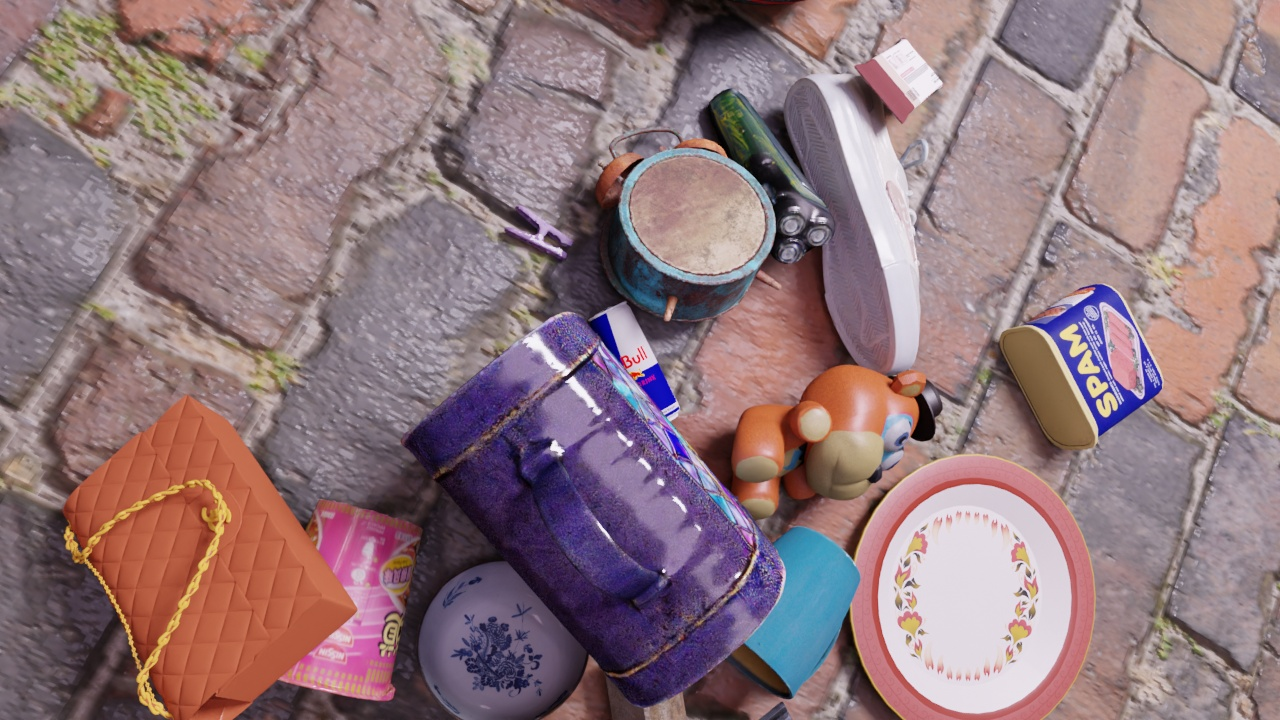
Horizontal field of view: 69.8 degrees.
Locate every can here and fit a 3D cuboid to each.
[{"bbox_3d":[-0.004,0.004,0.682,0.032,0.032,0.095,-27,92,-17],"label":"can"},{"bbox_3d":[0.376,0.003,0.780,0.092,0.057,0.116,-29,93,-18],"label":"can"}]

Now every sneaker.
[{"bbox_3d":[0.190,-0.111,0.721,0.090,0.090,0.242,-13,87,-23],"label":"sneaker"}]

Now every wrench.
[{"bbox_3d":[0.158,0.297,0.685,0.273,0.022,0.073,16,113,-23],"label":"wrench"}]

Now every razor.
[{"bbox_3d":[0.095,-0.147,0.705,0.054,0.067,0.151,-30,79,14],"label":"razor"}]

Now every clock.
[{"bbox_3d":[0.027,-0.105,0.682,0.121,0.073,0.157,-17,71,-18],"label":"clock"}]

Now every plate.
[{"bbox_3d":[0.269,0.192,0.747,0.229,0.021,0.229,2,84,-16],"label":"plate"}]

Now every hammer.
[{"bbox_3d":[-0.070,0.296,0.552,0.300,0.037,0.158,-6,85,-49],"label":"hammer"}]

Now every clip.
[{"bbox_3d":[-0.074,-0.095,0.683,0.052,0.013,0.035,26,79,-15],"label":"clip"}]

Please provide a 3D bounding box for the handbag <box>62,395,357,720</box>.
[{"bbox_3d":[-0.264,0.116,0.538,0.108,0.060,0.172,-42,63,-8],"label":"handbag"}]

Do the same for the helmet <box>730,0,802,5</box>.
[{"bbox_3d":[0.103,-0.355,0.681,0.264,0.164,0.170,-16,101,-27],"label":"helmet"}]

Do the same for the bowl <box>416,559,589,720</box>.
[{"bbox_3d":[-0.092,0.197,0.619,0.114,0.045,0.114,3,53,-5],"label":"bowl"}]

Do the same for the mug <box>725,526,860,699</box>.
[{"bbox_3d":[0.113,0.189,0.680,0.104,0.084,0.112,-47,126,-21],"label":"mug"}]

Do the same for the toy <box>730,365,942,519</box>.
[{"bbox_3d":[0.142,0.055,0.685,0.175,0.112,0.096,-30,57,-15],"label":"toy"}]

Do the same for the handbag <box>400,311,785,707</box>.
[{"bbox_3d":[-0.027,0.081,0.559,0.125,0.222,0.205,-40,96,3],"label":"handbag"}]

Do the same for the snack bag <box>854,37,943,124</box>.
[{"bbox_3d":[0.209,-0.226,0.733,0.057,0.013,0.157,50,38,-3],"label":"snack bag"}]

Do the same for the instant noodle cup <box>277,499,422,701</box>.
[{"bbox_3d":[-0.190,0.150,0.587,0.097,0.098,0.108,18,72,-14],"label":"instant noodle cup"}]
